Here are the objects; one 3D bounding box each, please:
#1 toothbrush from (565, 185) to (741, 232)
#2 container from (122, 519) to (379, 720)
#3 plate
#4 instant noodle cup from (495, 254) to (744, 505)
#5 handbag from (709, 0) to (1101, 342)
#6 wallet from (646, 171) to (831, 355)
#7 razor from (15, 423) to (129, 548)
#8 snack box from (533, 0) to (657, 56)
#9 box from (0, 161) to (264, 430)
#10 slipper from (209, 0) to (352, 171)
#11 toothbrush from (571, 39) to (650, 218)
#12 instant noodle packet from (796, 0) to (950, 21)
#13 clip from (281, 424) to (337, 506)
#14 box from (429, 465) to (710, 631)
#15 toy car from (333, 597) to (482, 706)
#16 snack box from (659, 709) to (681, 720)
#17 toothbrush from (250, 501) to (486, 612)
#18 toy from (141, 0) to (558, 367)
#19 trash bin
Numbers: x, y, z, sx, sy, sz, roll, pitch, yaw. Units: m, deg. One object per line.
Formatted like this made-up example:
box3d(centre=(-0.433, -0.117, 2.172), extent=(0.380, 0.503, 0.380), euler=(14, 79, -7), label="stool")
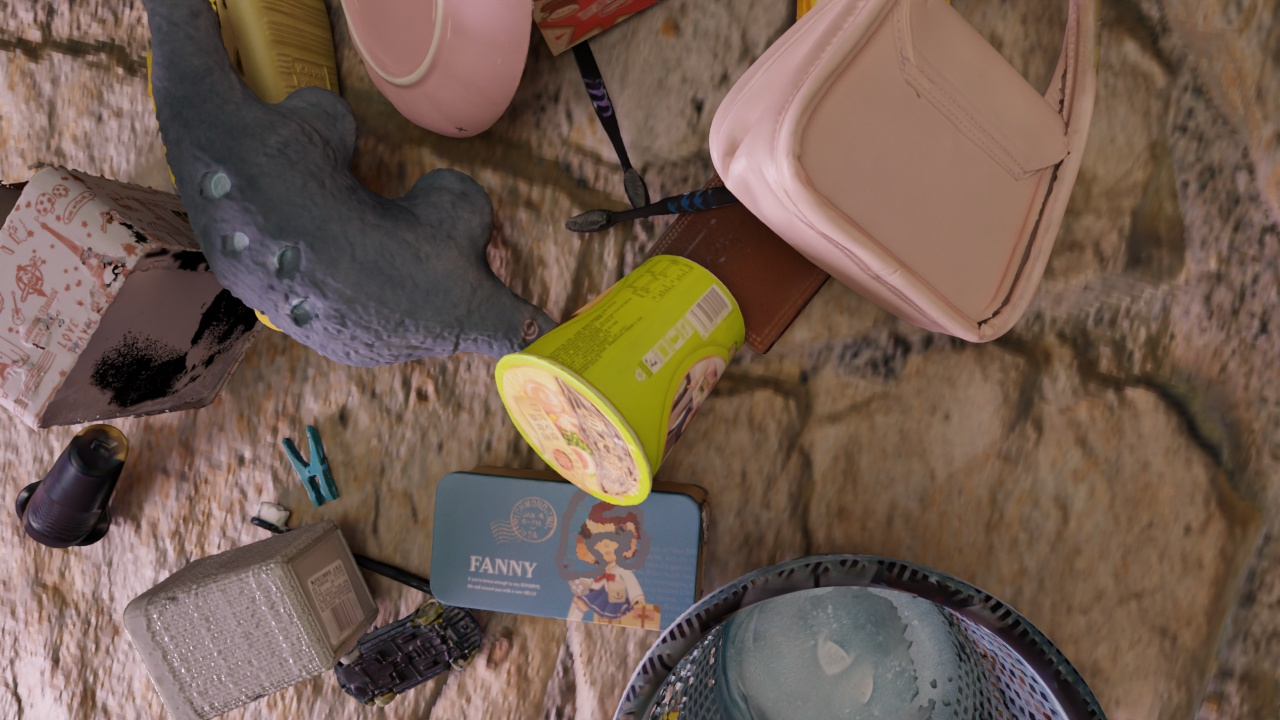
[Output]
box3d(centre=(0.041, -0.099, 0.564), extent=(0.190, 0.016, 0.014), euler=(-8, 89, 17), label="toothbrush")
box3d(centre=(-0.245, 0.165, 0.596), extent=(0.114, 0.090, 0.090), euler=(-21, 98, 12), label="container")
box3d(centre=(-0.135, -0.228, 0.544), extent=(0.192, 0.038, 0.193), euler=(25, 125, 41), label="plate")
box3d(centre=(-0.003, 0.003, 0.540), extent=(0.111, 0.112, 0.123), euler=(40, 59, 7), label="instant noodle cup")
box3d(centre=(0.166, -0.146, 0.488), extent=(0.193, 0.093, 0.234), euler=(29, 94, -29), label="handbag")
box3d(centre=(0.077, -0.080, 0.576), extent=(0.101, 0.032, 0.124), euler=(41, 96, 9), label="wallet")
box3d(centre=(-0.369, 0.079, 0.606), extent=(0.062, 0.067, 0.168), euler=(34, 140, -21), label="razor")
box3d(centre=(-0.038, -0.255, 0.554), extent=(0.093, 0.094, 0.077), euler=(-27, 83, 4), label="snack box")
box3d(centre=(-0.357, -0.055, 0.576), extent=(0.178, 0.182, 0.153), euler=(37, 96, 4), label="box")
box3d(centre=(-0.248, -0.181, 0.600), extent=(0.082, 0.091, 0.190), euler=(-12, 92, 12), label="slipper")
box3d(centre=(-0.030, -0.180, 0.600), extent=(0.014, 0.016, 0.189), euler=(-22, 86, 6), label="toothbrush")
box3d(centre=(0.137, -0.182, 0.546), extent=(0.110, 0.044, 0.128), euler=(-1, 92, -17), label="instant noodle packet")
box3d(centre=(-0.228, 0.074, 0.638), extent=(0.040, 0.014, 0.056), euler=(-26, 87, 10), label="clip")
box3d(centre=(-0.049, 0.115, 0.585), extent=(0.184, 0.061, 0.090), euler=(2, 90, 8), label="box")
box3d(centre=(-0.156, 0.194, 0.615), extent=(0.106, 0.031, 0.049), euler=(-28, 106, 11), label="toy car")
box3d(centre=(0.017, 0.277, 0.563), extent=(0.082, 0.091, 0.080), euler=(36, 103, 8), label="snack box")
box3d(centre=(-0.187, 0.136, 0.631), extent=(0.181, 0.015, 0.018), euler=(20, 85, 9), label="toothbrush")
box3d(centre=(-0.173, -0.075, 0.539), extent=(0.356, 0.092, 0.137), euler=(39, 61, -13), label="toy")
box3d(centre=(0.109, 0.198, 0.491), extent=(0.227, 0.195, 0.226), euler=(0, 90, 10), label="trash bin")
